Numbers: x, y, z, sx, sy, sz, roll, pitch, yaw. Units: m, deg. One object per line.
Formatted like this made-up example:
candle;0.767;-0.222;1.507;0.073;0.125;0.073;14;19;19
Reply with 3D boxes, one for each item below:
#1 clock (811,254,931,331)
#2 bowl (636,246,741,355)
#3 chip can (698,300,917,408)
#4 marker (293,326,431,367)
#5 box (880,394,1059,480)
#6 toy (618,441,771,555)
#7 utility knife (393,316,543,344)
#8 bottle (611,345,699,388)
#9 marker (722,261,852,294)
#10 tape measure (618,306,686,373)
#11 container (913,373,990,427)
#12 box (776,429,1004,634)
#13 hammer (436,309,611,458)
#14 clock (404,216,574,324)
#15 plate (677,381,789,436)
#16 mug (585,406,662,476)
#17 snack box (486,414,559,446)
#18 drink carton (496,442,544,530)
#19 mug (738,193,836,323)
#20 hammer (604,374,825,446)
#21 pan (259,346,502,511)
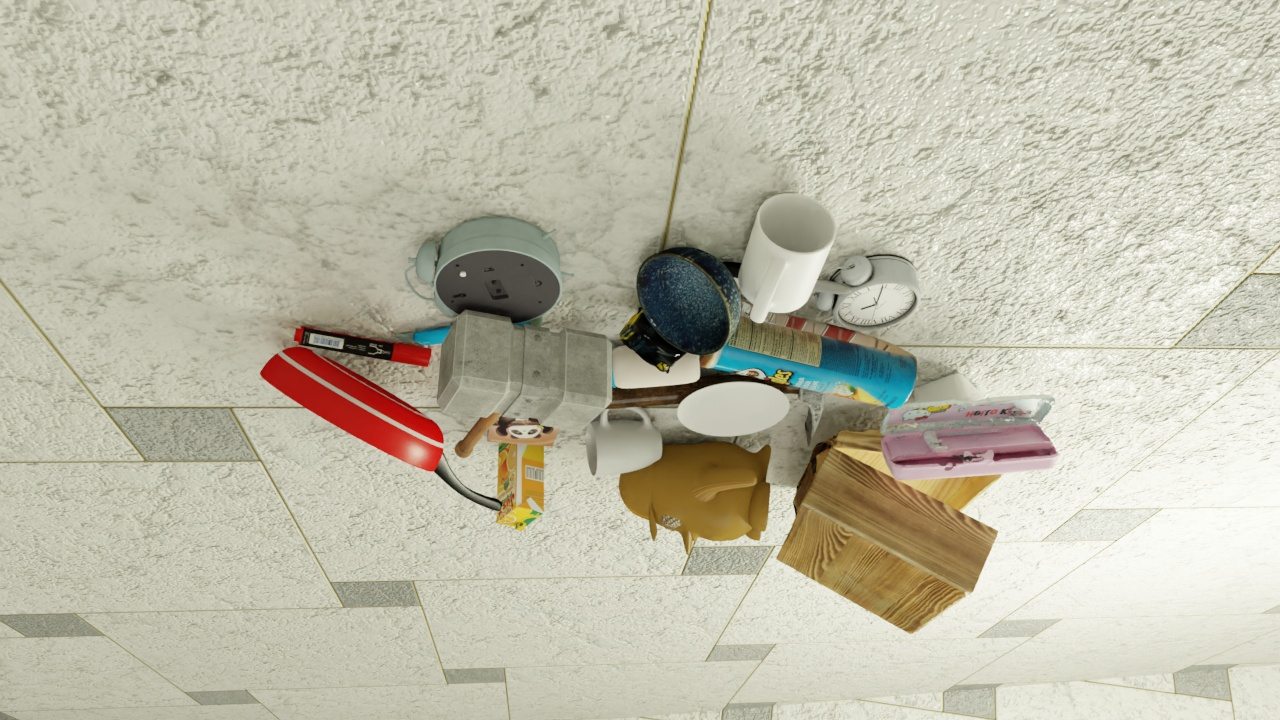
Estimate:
clock;0.237;-0.072;0.963;0.122;0.035;0.095;15;143;-28
bowl;0.057;-0.069;0.915;0.114;0.060;0.115;27;138;26
chip can;0.181;-0.007;0.997;0.229;0.079;0.080;13;145;-11
marker;-0.306;-0.016;1.013;0.145;0.021;0.024;11;138;-22
box;0.397;0.080;1.112;0.202;0.087;0.095;-4;115;2
toy;0.070;0.182;1.251;0.203;0.162;0.199;7;159;4
utility knife;-0.188;-0.033;1.004;0.174;0.015;0.031;-7;145;9
bottle;-0.006;0.006;1.048;0.146;0.051;0.051;-5;148;2
marker;0.145;-0.083;0.926;0.139;0.016;0.022;11;178;6
tape measure;0.020;-0.028;0.980;0.071;0.072;0.042;39;130;-10
container;0.406;0.065;1.183;0.081;0.049;0.129;-25;142;31
box;0.334;0.206;1.275;0.257;0.215;0.280;26;158;13
hammer;-0.165;0.057;1.037;0.162;0.082;0.319;10;154;-22
clock;-0.151;-0.084;0.898;0.159;0.045;0.123;-7;148;8
plate;0.111;0.056;1.107;0.134;0.011;0.135;-1;148;-1
mug;-0.019;0.096;1.189;0.089;0.071;0.107;-4;121;-14
snack box;-0.138;0.056;1.131;0.087;0.034;0.152;5;146;-13
drink carton;-0.158;0.157;1.207;0.041;0.122;0.058;16;143;-30
mug;0.130;-0.087;0.861;0.074;0.110;0.091;23;148;8
hammer;0.082;0.055;1.150;0.300;0.037;0.218;-4;148;3
pan;-0.266;0.087;1.044;0.209;0.067;0.356;23;170;44
